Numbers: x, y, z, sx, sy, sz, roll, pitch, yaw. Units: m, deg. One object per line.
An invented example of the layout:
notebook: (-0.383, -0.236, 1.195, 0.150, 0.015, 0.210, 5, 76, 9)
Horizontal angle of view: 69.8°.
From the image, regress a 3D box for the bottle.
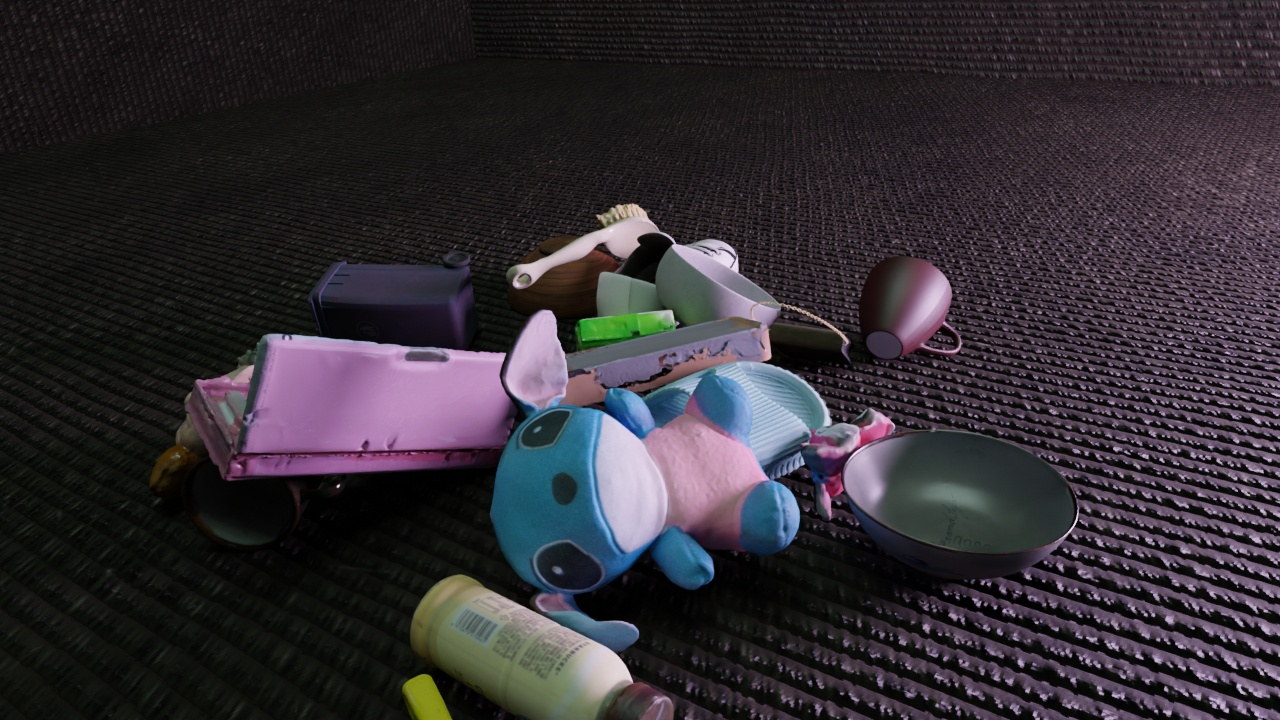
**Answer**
bottle: (-0.058, 0.175, 0.519, 0.162, 0.057, 0.056, 16, 32, 34)

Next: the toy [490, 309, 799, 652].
toy: (-0.006, 0.071, 0.606, 0.191, 0.099, 0.223, -10, 65, -12)

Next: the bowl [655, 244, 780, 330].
bowl: (0.073, -0.060, 0.955, 0.132, 0.064, 0.131, 28, 16, -9)

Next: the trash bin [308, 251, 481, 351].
trash bin: (-0.263, -0.056, 0.989, 0.161, 0.094, 0.092, 1, 35, 6)

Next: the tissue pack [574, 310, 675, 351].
tissue pack: (-0.016, -0.026, 0.916, 0.099, 0.034, 0.114, -7, -6, -6)

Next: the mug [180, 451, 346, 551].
mug: (-0.276, 0.087, 0.701, 0.111, 0.085, 0.081, -1, 24, 2)

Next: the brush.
brush: (-0.062, -0.123, 1.019, 0.077, 0.062, 0.271, 33, 31, 18)

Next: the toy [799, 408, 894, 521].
toy: (0.152, 0.070, 0.702, 0.102, 0.065, 0.050, -27, 35, -37)

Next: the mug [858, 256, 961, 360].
mug: (0.267, -0.036, 0.914, 0.114, 0.087, 0.088, 32, 53, 3)

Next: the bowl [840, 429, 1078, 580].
bowl: (0.212, 0.107, 0.626, 0.151, 0.057, 0.150, -3, 25, 1)

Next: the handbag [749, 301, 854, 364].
handbag: (0.145, -0.031, 0.842, 0.084, 0.027, 0.178, 10, -8, 26)

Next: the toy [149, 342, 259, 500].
toy: (-0.345, 0.048, 0.776, 0.076, 0.133, 0.175, 36, 53, 7)

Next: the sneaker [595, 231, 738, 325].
sneaker: (0.029, -0.109, 1.055, 0.091, 0.097, 0.244, 16, 32, 34)

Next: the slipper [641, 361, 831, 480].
slipper: (0.038, 0.060, 0.702, 0.275, 0.070, 0.116, -23, 61, -29)

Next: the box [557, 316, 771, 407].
box: (-0.005, 0.005, 0.832, 0.216, 0.063, 0.157, -14, -7, -17)

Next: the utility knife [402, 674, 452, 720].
utility knife: (-0.080, 0.224, 0.453, 0.020, 0.029, 0.198, -21, 30, -24)

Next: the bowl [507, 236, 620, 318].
bowl: (-0.089, -0.110, 1.104, 0.147, 0.069, 0.147, -3, 26, 1)

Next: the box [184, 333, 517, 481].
box: (-0.198, 0.019, 0.692, 0.232, 0.115, 0.099, 5, 29, -47)
